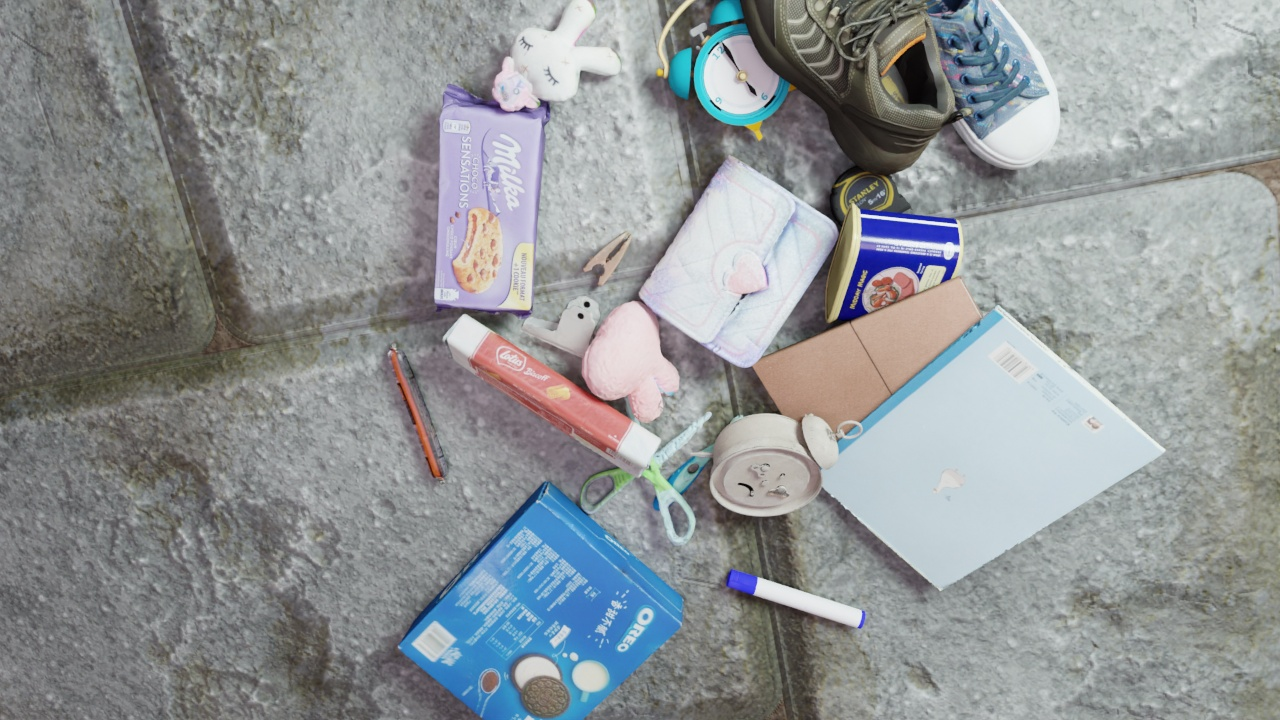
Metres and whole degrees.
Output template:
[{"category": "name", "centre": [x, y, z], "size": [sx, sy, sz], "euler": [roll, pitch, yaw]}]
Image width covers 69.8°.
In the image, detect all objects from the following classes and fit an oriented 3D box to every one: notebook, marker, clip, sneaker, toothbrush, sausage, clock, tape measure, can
[{"category": "notebook", "centre": [0.291, 0.089, 0.819], "size": [0.181, 0.009, 0.254], "euler": [41, 128, 1]}, {"category": "marker", "centre": [0.158, 0.243, 0.934], "size": [0.141, 0.020, 0.020], "euler": [17, 106, 2]}, {"category": "clip", "centre": [-0.060, -0.035, 0.892], "size": [0.101, 0.045, 0.056], "euler": [24, 113, -1]}, {"category": "sneaker", "centre": [0.173, -0.262, 0.722], "size": [0.101, 0.143, 0.238], "euler": [-40, 97, -17]}, {"category": "clip", "centre": [-0.028, -0.094, 0.867], "size": [0.059, 0.026, 0.052], "euler": [-9, 105, 10]}, {"category": "toothbrush", "centre": [0.058, 0.102, 0.913], "size": [0.022, 0.017, 0.135], "euler": [40, 109, -6]}, {"category": "sausage", "centre": [-0.225, 0.055, 0.931], "size": [0.020, 0.020, 0.155], "euler": [-16, 102, 10]}, {"category": "notebook", "centre": [0.222, 0.024, 0.829], "size": [0.210, 0.008, 0.141], "euler": [-24, 105, 35]}, {"category": "sneaker", "centre": [0.276, -0.264, 0.757], "size": [0.087, 0.079, 0.235], "euler": [-34, 98, 14]}, {"category": "clock", "centre": [0.078, -0.259, 0.803], "size": [0.129, 0.043, 0.099], "euler": [40, 105, -12]}, {"category": "tape measure", "centre": [0.200, -0.144, 0.821], "size": [0.062, 0.034, 0.061], "euler": [-32, 101, 13]}, {"category": "can", "centre": [0.219, -0.078, 0.802], "size": [0.092, 0.056, 0.116], "euler": [6, 144, 2]}, {"category": "clock", "centre": [0.134, 0.086, 0.860], "size": [0.157, 0.061, 0.103], "euler": [-26, 129, 25]}]

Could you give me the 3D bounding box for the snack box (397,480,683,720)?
[{"category": "snack box", "centre": [-0.103, 0.273, 0.955], "size": [0.195, 0.056, 0.239], "euler": [42, 104, -5]}]

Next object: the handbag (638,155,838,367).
[{"category": "handbag", "centre": [0.088, -0.087, 0.833], "size": [0.126, 0.069, 0.159], "euler": [33, 108, -1]}]

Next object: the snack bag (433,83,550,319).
[{"category": "snack bag", "centre": [-0.138, -0.144, 0.850], "size": [0.096, 0.058, 0.205], "euler": [6, 102, 1]}]

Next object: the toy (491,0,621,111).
[{"category": "toy", "centre": [-0.078, -0.262, 0.808], "size": [0.122, 0.038, 0.079], "euler": [-37, 91, -9]}]

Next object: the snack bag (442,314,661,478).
[{"category": "snack bag", "centre": [-0.084, 0.035, 0.871], "size": [0.225, 0.077, 0.041], "euler": [34, 75, 4]}]

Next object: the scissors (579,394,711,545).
[{"category": "scissors", "centre": [0.012, 0.108, 0.913], "size": [0.172, 0.023, 0.172], "euler": [-40, 83, 21]}]

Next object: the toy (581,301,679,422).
[{"category": "toy", "centre": [-0.005, 0.005, 0.859], "size": [0.053, 0.108, 0.105], "euler": [-16, 121, 44]}]
